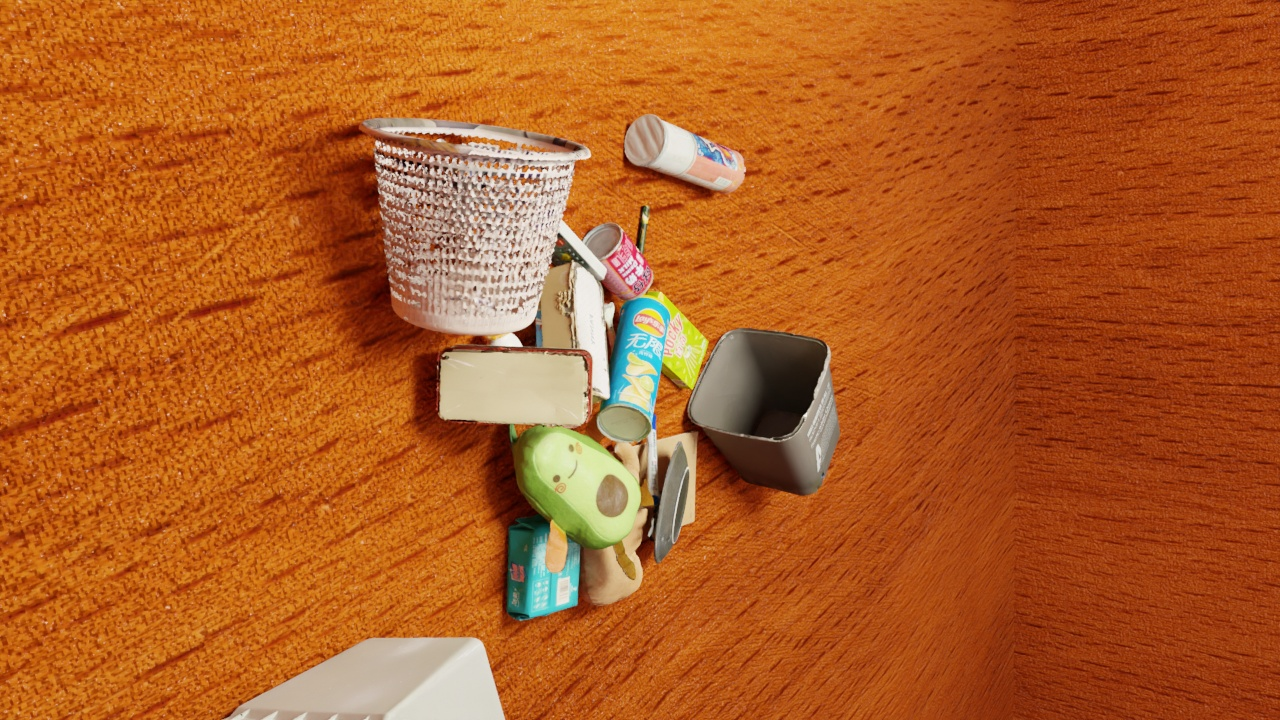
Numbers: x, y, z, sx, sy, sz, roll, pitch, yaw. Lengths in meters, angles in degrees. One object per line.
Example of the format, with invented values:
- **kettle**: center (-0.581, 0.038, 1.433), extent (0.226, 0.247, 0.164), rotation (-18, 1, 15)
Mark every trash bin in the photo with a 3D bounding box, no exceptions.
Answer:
- **trash bin**: center (-0.173, -0.136, 0.940), extent (0.226, 0.228, 0.192), rotation (-16, 120, -50)
- **trash bin**: center (0.219, 0.094, 1.490), extent (0.198, 0.199, 0.220), rotation (-62, 143, -26)

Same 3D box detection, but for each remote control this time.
- **remote control**: center (-0.098, -0.141, 1.144), extent (0.135, 0.056, 0.019), rotation (46, 54, -46)

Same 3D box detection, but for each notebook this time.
- **notebook**: center (0.021, 0.194, 1.386), extent (0.211, 0.012, 0.149), rotation (-8, 101, -51)

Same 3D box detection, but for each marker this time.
- **marker**: center (0.016, 0.140, 1.316), extent (0.017, 0.017, 0.145), rotation (46, 33, -45)

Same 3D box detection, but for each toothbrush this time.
- **toothbrush**: center (-0.033, 0.010, 1.283), extent (0.029, 0.020, 0.190), rotation (-21, 115, -23)
- **toothbrush**: center (-0.006, -0.130, 1.303), extent (0.017, 0.012, 0.186), rotation (10, 87, -42)

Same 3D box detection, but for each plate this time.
- **plate**: center (0.050, 0.207, 1.332), extent (0.179, 0.024, 0.179), rotation (12, 89, -80)

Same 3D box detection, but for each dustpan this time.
- **dustpan**: center (-0.244, 0.364, 0.900), extent (0.257, 0.223, 0.142), rotation (-22, 100, -61)

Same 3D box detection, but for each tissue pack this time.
- **tissue pack**: center (-0.124, 0.259, 1.173), extent (0.093, 0.050, 0.133), rotation (1, 94, -50)

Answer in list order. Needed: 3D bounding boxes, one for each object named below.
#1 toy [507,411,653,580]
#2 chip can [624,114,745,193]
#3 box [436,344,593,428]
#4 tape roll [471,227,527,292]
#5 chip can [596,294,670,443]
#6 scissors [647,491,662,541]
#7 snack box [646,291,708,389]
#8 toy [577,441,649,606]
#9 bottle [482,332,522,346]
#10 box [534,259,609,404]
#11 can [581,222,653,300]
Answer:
- **toy**: center (-0.068, 0.161, 1.142), extent (0.246, 0.090, 0.226), rotation (39, 52, -30)
- **chip can**: center (0.070, -0.294, 1.329), extent (0.214, 0.071, 0.071), rotation (4, 91, -53)
- **box**: center (-0.138, 0.030, 1.013), extent (0.080, 0.168, 0.091), rotation (-64, 155, -84)
- **tape roll**: center (-0.166, -0.118, 1.093), extent (0.085, 0.014, 0.086), rotation (-10, 103, -52)
- **chip can**: center (-0.007, 0.007, 1.198), extent (0.209, 0.071, 0.071), rotation (-79, 149, -46)
- **scissors**: center (0.020, 0.219, 1.299), extent (0.172, 0.014, 0.146), rotation (92, 10, -51)
- **snack box**: center (0.045, -0.028, 1.372), extent (0.156, 0.026, 0.085), rotation (42, 61, -46)
- **toy**: center (-0.037, 0.223, 1.257), extent (0.143, 0.083, 0.226), rotation (3, 93, -63)
- **bottle**: center (-0.153, 0.010, 1.088), extent (0.063, 0.063, 0.108), rotation (-43, 127, -41)
- **box**: center (-0.083, -0.025, 1.122), extent (0.090, 0.061, 0.184), rotation (41, 41, -56)
- **can**: center (-0.030, -0.130, 1.225), extent (0.094, 0.067, 0.066), rotation (48, 58, -44)
